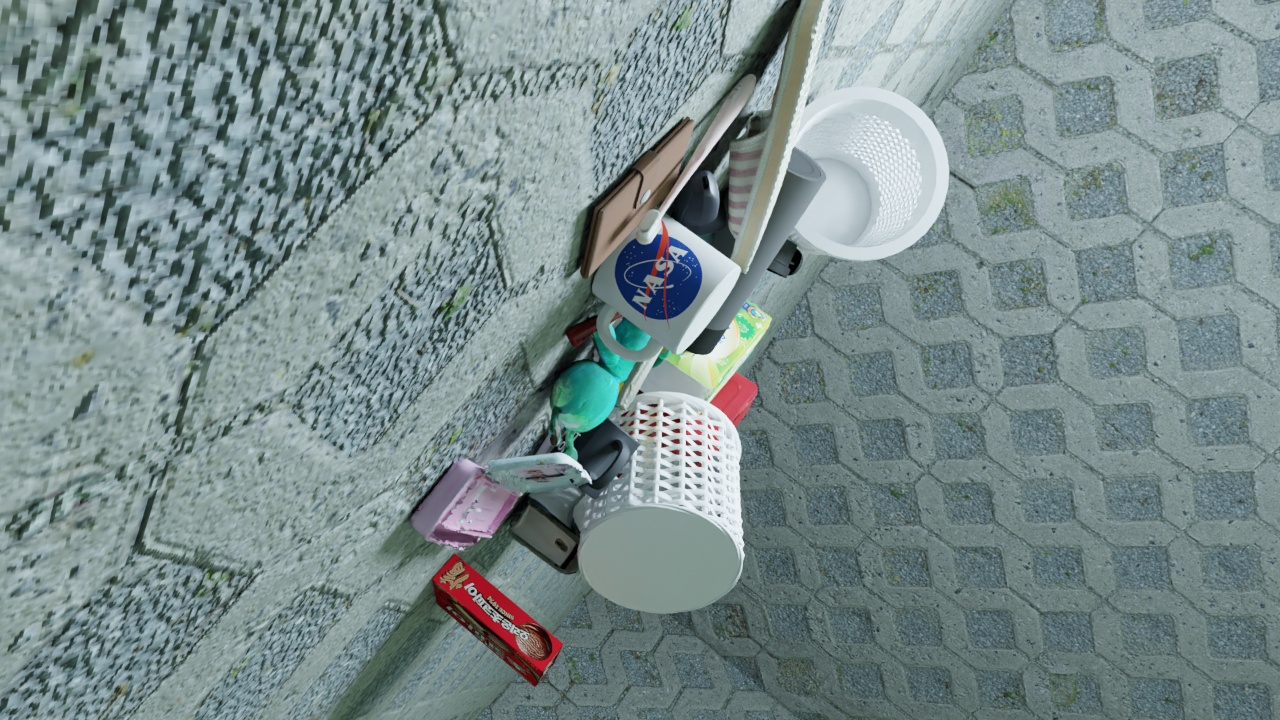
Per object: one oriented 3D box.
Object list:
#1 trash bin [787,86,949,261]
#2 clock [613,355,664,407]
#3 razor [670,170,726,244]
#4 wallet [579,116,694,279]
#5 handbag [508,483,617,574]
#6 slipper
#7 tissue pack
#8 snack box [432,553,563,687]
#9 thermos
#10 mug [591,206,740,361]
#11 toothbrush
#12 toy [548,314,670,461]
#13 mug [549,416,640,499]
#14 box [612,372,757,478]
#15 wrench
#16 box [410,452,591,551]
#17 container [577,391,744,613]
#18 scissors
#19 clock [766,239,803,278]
[{"bbox_3d":[0.247,-0.208,1.127,0.195,0.195,0.199,-53,180,-1],"label":"trash bin"},{"bbox_3d":[-0.006,0.006,1.030,0.099,0.043,0.130,-53,179,-15],"label":"clock"},{"bbox_3d":[0.052,-0.134,0.791,0.052,0.047,0.143,-11,175,-1],"label":"razor"},{"bbox_3d":[-0.002,-0.122,0.694,0.120,0.013,0.088,-50,170,-29],"label":"wallet"},{"bbox_3d":[-0.061,0.218,1.165,0.074,0.176,0.151,-56,170,17],"label":"handbag"},{"bbox_3d":[0.110,-0.198,0.814,0.114,0.052,0.264,-64,170,-49],"label":"slipper"},{"bbox_3d":[0.092,-0.036,1.191,0.197,0.120,0.142,-53,172,-44],"label":"tissue pack"},{"bbox_3d":[-0.162,0.295,1.032,0.035,0.152,0.133,-48,170,-26],"label":"snack box"},{"bbox_3d":[0.102,-0.119,1.001,0.241,0.082,0.082,-59,169,33],"label":"thermos"},{"bbox_3d":[0.013,-0.055,0.778,0.121,0.090,0.091,-54,171,7],"label":"mug"},{"bbox_3d":[0.046,-0.163,0.719,0.180,0.016,0.018,-57,168,-20],"label":"toothbrush"},{"bbox_3d":[-0.026,0.010,0.872,0.193,0.072,0.131,-51,155,-8],"label":"toy"},{"bbox_3d":[-0.045,0.102,0.982,0.077,0.071,0.105,-51,-156,-4],"label":"mug"},{"bbox_3d":[0.057,0.084,1.262,0.156,0.170,0.157,-45,143,-42],"label":"box"},{"bbox_3d":[-0.072,0.051,0.990,0.274,0.018,0.066,-56,171,26],"label":"wrench"},{"bbox_3d":[-0.126,0.118,0.846,0.153,0.066,0.201,-31,168,-5],"label":"box"},{"bbox_3d":[0.026,0.166,1.083,0.186,0.189,0.190,-85,-160,-52],"label":"container"},{"bbox_3d":[0.009,-0.042,0.840,0.015,0.184,0.179,-9,-104,56],"label":"scissors"},{"bbox_3d":[0.160,-0.142,1.181,0.042,0.091,0.120,-64,156,6],"label":"clock"}]
